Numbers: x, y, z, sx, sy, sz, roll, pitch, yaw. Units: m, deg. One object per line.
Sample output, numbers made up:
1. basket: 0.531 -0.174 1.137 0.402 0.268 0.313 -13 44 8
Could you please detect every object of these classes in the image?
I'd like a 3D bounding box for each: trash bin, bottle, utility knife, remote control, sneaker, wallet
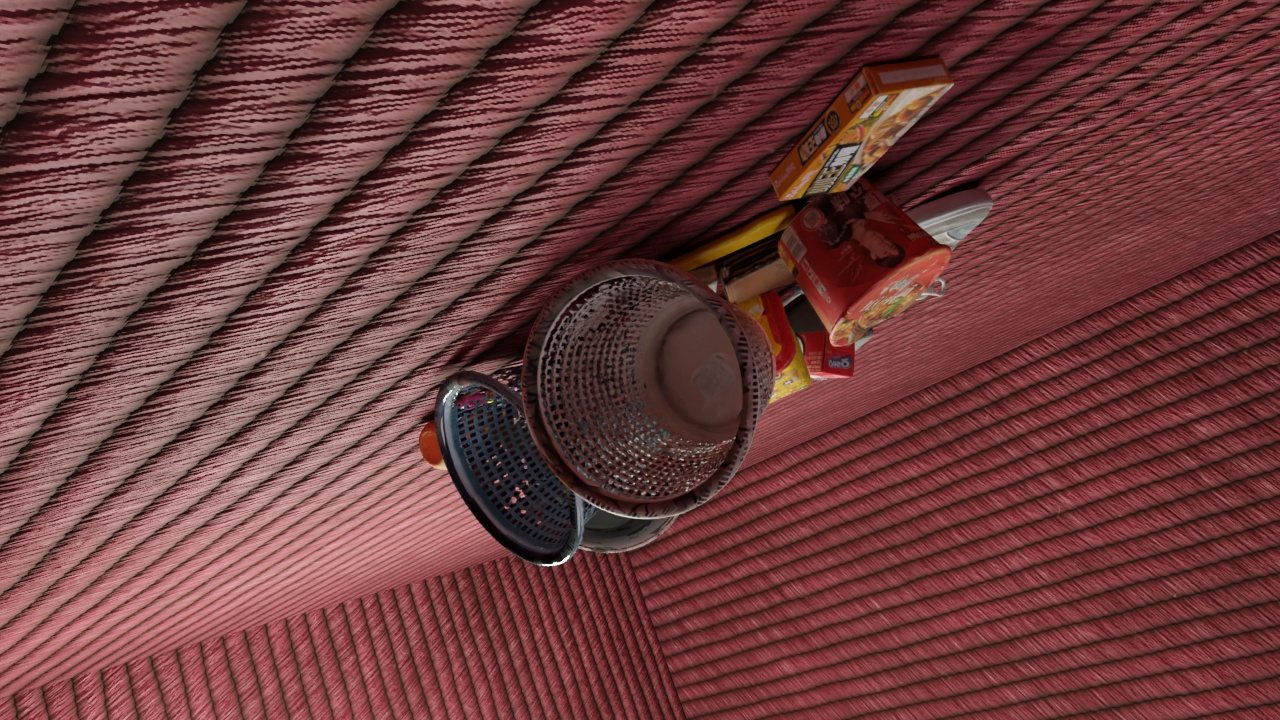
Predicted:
1. trash bin: 0.032 0.018 0.872 0.228 0.227 0.191 -27 174 26
2. bottle: -0.209 0.093 1.171 0.067 0.066 0.149 -31 170 38
3. utility knife: 0.055 -0.101 0.876 0.231 0.015 0.033 -24 160 6
4. remote control: 0.053 -0.066 1.002 0.058 0.021 0.150 -18 167 -2
5. trash bin: -0.052 0.160 1.346 0.229 0.229 0.252 -19 173 -7
6. sneaker: 0.306 -0.108 1.068 0.089 0.090 0.243 -8 161 -46
7. trash bin: -0.081 0.078 1.010 0.194 0.226 0.227 -31 176 -39
8. wallet: 0.135 -0.098 0.984 0.101 0.032 0.124 -24 167 5

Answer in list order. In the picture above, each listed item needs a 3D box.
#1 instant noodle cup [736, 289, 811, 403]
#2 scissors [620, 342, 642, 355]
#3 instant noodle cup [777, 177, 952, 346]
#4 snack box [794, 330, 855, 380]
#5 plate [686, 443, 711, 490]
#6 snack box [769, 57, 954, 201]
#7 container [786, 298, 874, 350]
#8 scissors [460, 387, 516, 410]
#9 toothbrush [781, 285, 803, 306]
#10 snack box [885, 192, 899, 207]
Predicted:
1. instant noodle cup: 0.142 -0.008 1.112 0.116 0.116 0.123 -26 147 22
2. scissors: -0.002 0.006 1.166 0.174 0.019 0.170 -3 163 -18
3. instant noodle cup: 0.204 -0.098 0.864 0.137 0.108 0.138 -30 160 -13
4. snack box: 0.193 -0.004 1.223 0.058 0.057 0.208 7 174 -32
5. plate: 0.096 0.099 1.407 0.027 0.229 0.231 24 161 -1
6. snack box: 0.169 -0.178 0.721 0.075 0.026 0.154 -14 165 -24
7. container: 0.250 -0.038 1.267 0.090 0.090 0.115 -14 163 -28
8. scissors: -0.159 0.037 1.112 0.136 0.017 0.133 -32 167 36
9. toothbrush: 0.155 -0.052 1.198 0.026 0.026 0.222 -7 161 -34
10. snack box: 0.241 -0.106 0.965 0.093 0.094 0.077 -23 166 12
